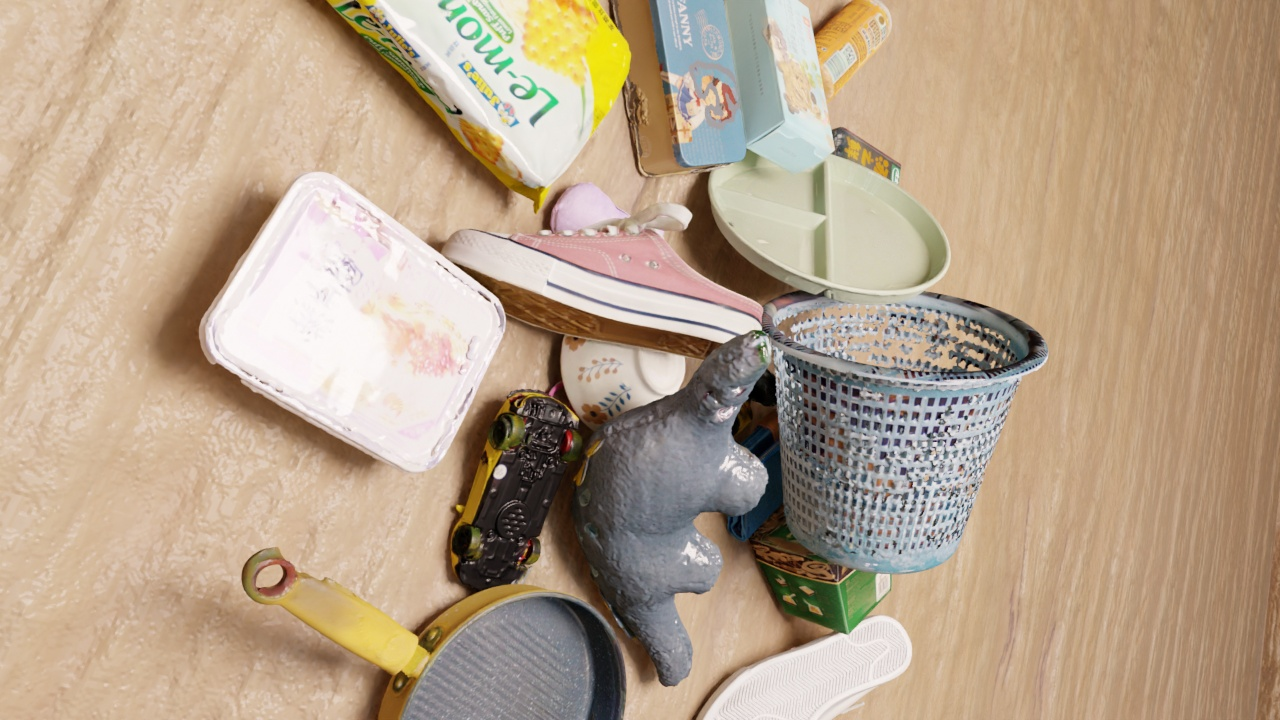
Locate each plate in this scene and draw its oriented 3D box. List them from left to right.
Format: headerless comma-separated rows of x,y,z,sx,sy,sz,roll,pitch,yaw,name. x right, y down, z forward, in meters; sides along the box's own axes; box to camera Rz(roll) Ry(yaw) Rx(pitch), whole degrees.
0.169,-0.126,0.837,0.229,0.230,0.028,-27,148,-39,plate

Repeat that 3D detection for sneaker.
-0.023,-0.066,0.673,0.241,0.118,0.087,14,75,-5,sneaker
0.145,0.320,0.883,0.241,0.091,0.089,-22,74,-22,sneaker

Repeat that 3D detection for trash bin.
0.203,0.060,0.772,0.226,0.227,0.195,-17,118,-41,trash bin

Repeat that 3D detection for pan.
-0.130,0.214,0.611,0.357,0.078,0.197,48,65,-34,pan

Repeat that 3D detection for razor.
0.067,0.059,0.821,0.167,0.068,0.062,-43,117,-27,razor

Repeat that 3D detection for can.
0.204,-0.319,0.949,0.145,0.058,0.058,-48,119,-31,can

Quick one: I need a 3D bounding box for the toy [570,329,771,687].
0.015,0.111,0.704,0.091,0.138,0.357,-45,154,-51,toy

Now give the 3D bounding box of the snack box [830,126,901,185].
0.228,-0.169,0.979,0.125,0.053,0.113,18,78,-35,snack box

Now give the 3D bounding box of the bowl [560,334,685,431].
-0.004,0.004,0.742,0.113,0.062,0.113,13,73,-46,bowl

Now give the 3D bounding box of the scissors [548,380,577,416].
-0.025,0.041,0.769,0.133,0.017,0.133,-12,93,-45,scissors

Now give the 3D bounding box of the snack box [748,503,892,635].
0.185,0.194,0.890,0.118,0.118,0.106,-32,114,-35,snack box

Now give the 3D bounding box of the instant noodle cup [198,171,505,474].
-0.186,-0.020,0.594,0.173,0.060,0.137,38,65,-34,instant noodle cup

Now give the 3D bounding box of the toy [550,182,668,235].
-0.026,-0.104,0.751,0.108,0.039,0.083,27,77,-32,toy

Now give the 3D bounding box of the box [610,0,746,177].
0.032,-0.254,0.792,0.089,0.062,0.184,-19,104,-41,box

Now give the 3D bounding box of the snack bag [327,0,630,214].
-0.115,-0.244,0.654,0.246,0.068,0.157,46,60,-31,snack bag

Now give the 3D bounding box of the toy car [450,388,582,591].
-0.096,0.098,0.682,0.071,0.041,0.156,18,92,-41,toy car

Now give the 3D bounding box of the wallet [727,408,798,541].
0.129,0.097,0.876,0.132,0.040,0.106,-37,137,-37,wallet

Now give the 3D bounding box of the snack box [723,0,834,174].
0.127,-0.266,0.852,0.074,0.052,0.174,15,61,-40,snack box
